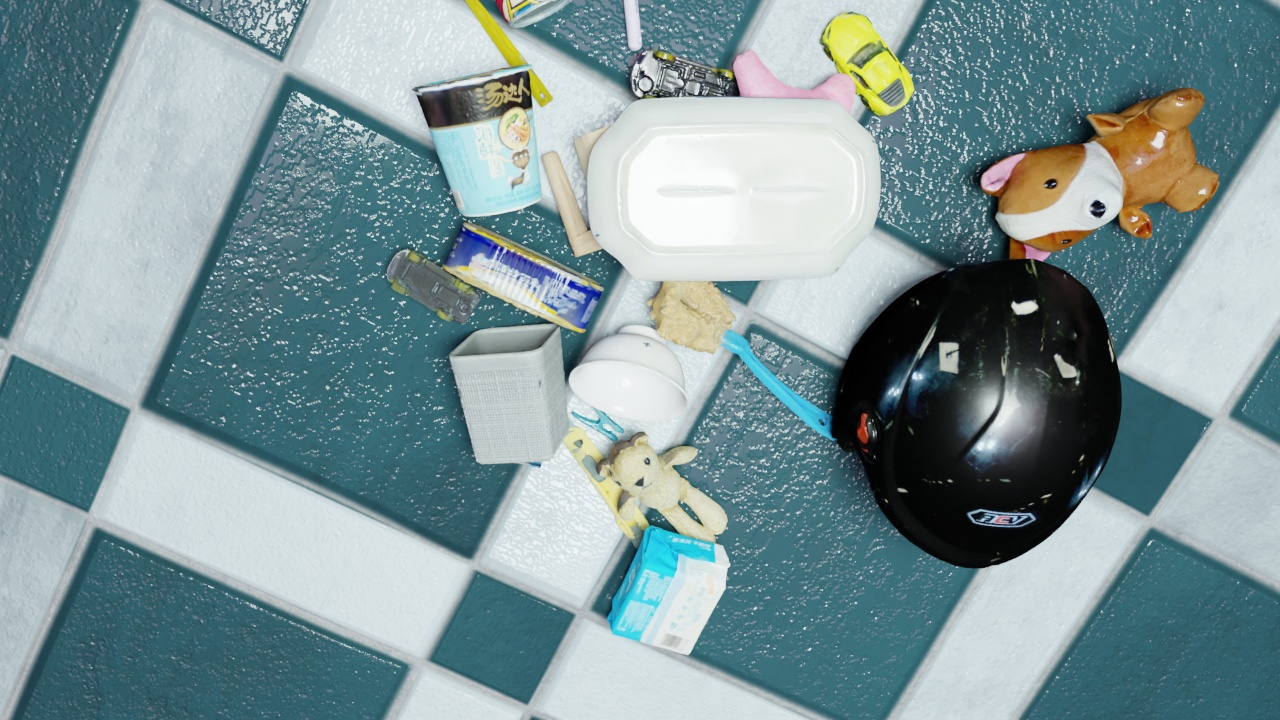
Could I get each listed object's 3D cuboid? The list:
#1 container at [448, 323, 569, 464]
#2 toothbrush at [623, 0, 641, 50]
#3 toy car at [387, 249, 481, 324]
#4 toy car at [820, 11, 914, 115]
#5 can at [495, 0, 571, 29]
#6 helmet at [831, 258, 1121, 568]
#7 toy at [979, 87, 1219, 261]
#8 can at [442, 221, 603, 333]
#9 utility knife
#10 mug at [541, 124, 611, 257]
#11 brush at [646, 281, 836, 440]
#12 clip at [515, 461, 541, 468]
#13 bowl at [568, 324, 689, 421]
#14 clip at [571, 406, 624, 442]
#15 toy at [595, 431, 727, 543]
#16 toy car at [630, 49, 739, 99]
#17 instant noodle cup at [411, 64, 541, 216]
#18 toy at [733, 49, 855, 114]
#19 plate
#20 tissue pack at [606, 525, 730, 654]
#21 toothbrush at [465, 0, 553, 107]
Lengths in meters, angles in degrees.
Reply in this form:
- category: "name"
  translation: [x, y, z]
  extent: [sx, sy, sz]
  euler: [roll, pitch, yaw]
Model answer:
- category: "container"
  translation: [-0.120, 0.033, 0.881]
  extent: [0.090, 0.090, 0.114]
  euler: [-4, 108, 12]
- category: "toothbrush"
  translation: [-0.012, -0.381, 0.836]
  extent: [0.021, 0.029, 0.189]
  euler: [6, 108, 37]
- category: "toy car"
  translation: [-0.200, -0.072, 0.887]
  extent: [0.090, 0.035, 0.042]
  euler: [31, 98, -8]
- category: "toy car"
  translation: [0.214, -0.280, 0.862]
  extent: [0.048, 0.032, 0.105]
  euler: [-40, 100, 7]
- category: "can"
  translation: [-0.108, -0.353, 0.813]
  extent: [0.066, 0.066, 0.094]
  euler: [-25, 102, 3]
- category: "helmet"
  translation: [0.312, 0.040, 0.838]
  extent: [0.233, 0.231, 0.274]
  euler: [6, 63, -4]
- category: "toy"
  translation: [0.426, -0.163, 0.858]
  extent: [0.200, 0.130, 0.140]
  euler: [-21, 109, 12]
- category: "can"
  translation: [-0.110, -0.079, 0.871]
  extent: [0.148, 0.074, 0.049]
  euler: [25, 97, -7]
- category: "utility knife"
  translation: [-0.050, 0.108, 0.948]
  extent: [0.031, 0.021, 0.207]
  euler: [-33, 97, 5]
- category: "mug"
  translation: [-0.026, -0.163, 0.860]
  extent: [0.125, 0.084, 0.103]
  euler: [-14, 103, 27]
- category: "brush"
  translation: [0.107, -0.001, 0.909]
  extent: [0.254, 0.083, 0.046]
  euler: [39, 141, -18]
- category: "clip"
  translation: [-0.127, 0.096, 0.935]
  extent: [0.057, 0.025, 0.033]
  euler: [13, 98, 1]
- category: "bowl"
  translation: [-0.005, 0.005, 0.892]
  extent: [0.118, 0.118, 0.064]
  euler: [16, 62, -6]
- category: "clip"
  translation: [-0.042, 0.062, 0.936]
  extent: [0.056, 0.014, 0.040]
  euler: [39, 99, -8]
- category: "toy"
  translation: [0.026, 0.136, 0.929]
  extent: [0.105, 0.066, 0.157]
  euler: [-42, 116, 9]
- category: "toy car"
  translation: [0.041, -0.257, 0.857]
  extent: [0.106, 0.031, 0.049]
  euler: [11, 102, -16]
- category: "instant noodle cup"
  translation: [-0.138, -0.198, 0.833]
  extent: [0.111, 0.111, 0.120]
  euler: [-12, 110, 0]
- category: "toy"
  translation: [0.124, -0.191, 0.855]
  extent: [0.178, 0.074, 0.194]
  euler: [-13, 100, -8]
- category: "plate"
  translation: [0.086, -0.148, 0.802]
  extent: [0.265, 0.034, 0.162]
  euler: [0, 101, -6]
- category: "tissue pack"
  translation: [0.027, 0.236, 0.940]
  extent: [0.090, 0.063, 0.140]
  euler: [17, 122, -7]
- category: "toothbrush"
  translation: [-0.144, -0.316, 0.845]
  extent: [0.016, 0.016, 0.190]
  euler: [-36, 102, 6]
